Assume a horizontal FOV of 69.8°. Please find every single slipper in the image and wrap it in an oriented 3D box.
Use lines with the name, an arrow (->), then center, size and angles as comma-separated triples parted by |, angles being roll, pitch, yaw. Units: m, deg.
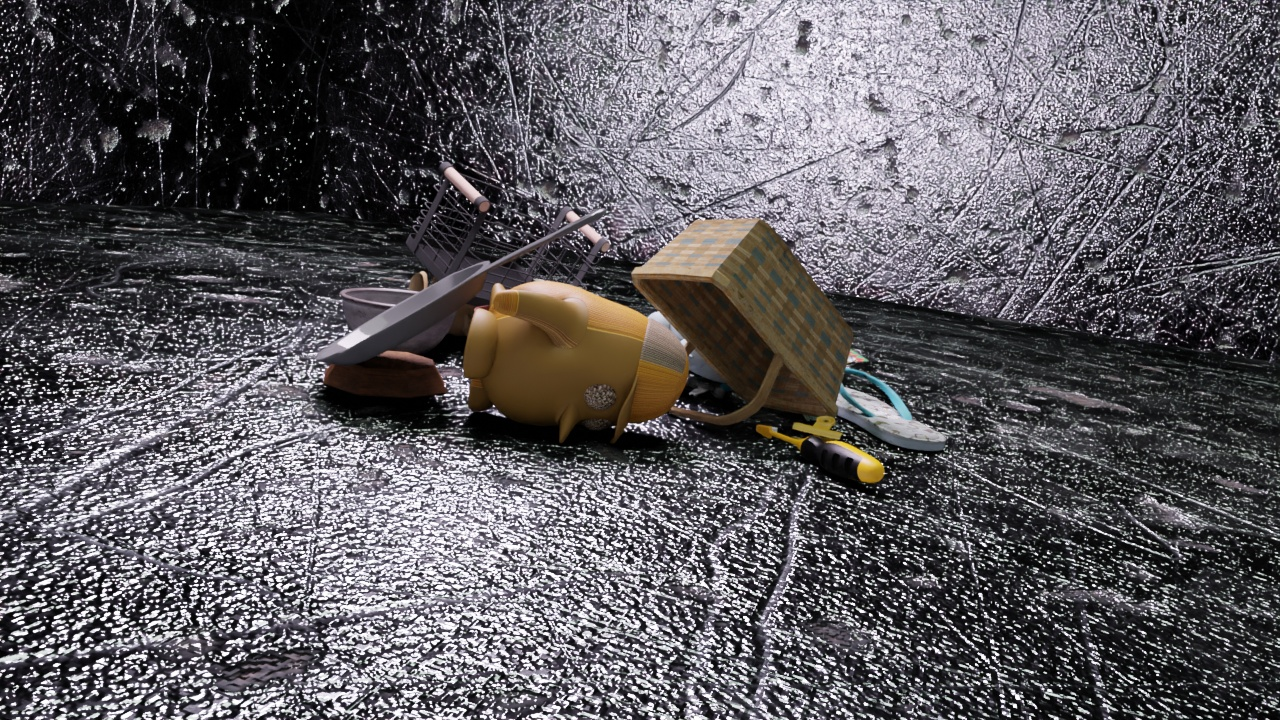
slipper -> 0.278, 0.048, 1.107 | 0.098, 0.055, 0.269 | 6, 11, -21

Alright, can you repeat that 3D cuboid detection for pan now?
pan -> -0.178, -0.064, 0.888 | 0.355, 0.024, 0.216 | -23, 15, 25

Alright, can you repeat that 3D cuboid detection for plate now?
plate -> -0.269, 0.011, 0.970 | 0.131, 0.025, 0.131 | 7, 10, -2

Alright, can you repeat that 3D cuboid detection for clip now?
clip -> 0.190, 0.082, 0.968 | 0.053, 0.039, 0.047 | 11, 15, 26

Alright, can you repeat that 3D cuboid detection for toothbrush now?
toothbrush -> 0.167, 0.085, 0.887 | 0.030, 0.031, 0.197 | -3, 9, -25

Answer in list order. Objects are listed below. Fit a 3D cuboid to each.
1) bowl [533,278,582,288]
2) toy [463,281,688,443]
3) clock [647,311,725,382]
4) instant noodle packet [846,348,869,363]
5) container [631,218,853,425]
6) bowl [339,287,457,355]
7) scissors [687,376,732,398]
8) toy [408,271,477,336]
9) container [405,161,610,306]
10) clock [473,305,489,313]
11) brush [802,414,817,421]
bowl -> -0.170, -0.089, 1.468 | 0.153, 0.073, 0.153 | 7, 9, -1
toy -> -0.057, 0.008, 0.875 | 0.203, 0.162, 0.199 | 10, -29, -1
clock -> 0.067, -0.022, 1.139 | 0.122, 0.045, 0.159 | 39, 20, 29
instant noodle packet -> 0.172, -0.027, 1.322 | 0.252, 0.090, 0.195 | 2, 14, -9
container -> 0.103, -0.016, 0.999 | 0.158, 0.186, 0.250 | 10, -29, 52
bowl -> -0.302, -0.046, 1.148 | 0.145, 0.067, 0.145 | 7, 10, -2
scissors -> 0.084, 0.029, 1.147 | 0.129, 0.019, 0.137 | 11, 16, -24
toy -> -0.274, -0.079, 1.295 | 0.108, 0.106, 0.134 | 17, 5, -9
container -> -0.180, -0.159, 1.258 | 0.241, 0.130, 0.163 | 11, 26, -50
clock -> -0.142, -0.023, 1.126 | 0.120, 0.072, 0.157 | 9, 11, 8
brush -> 0.181, 0.012, 1.151 | 0.033, 0.012, 0.217 | 4, 30, -18
